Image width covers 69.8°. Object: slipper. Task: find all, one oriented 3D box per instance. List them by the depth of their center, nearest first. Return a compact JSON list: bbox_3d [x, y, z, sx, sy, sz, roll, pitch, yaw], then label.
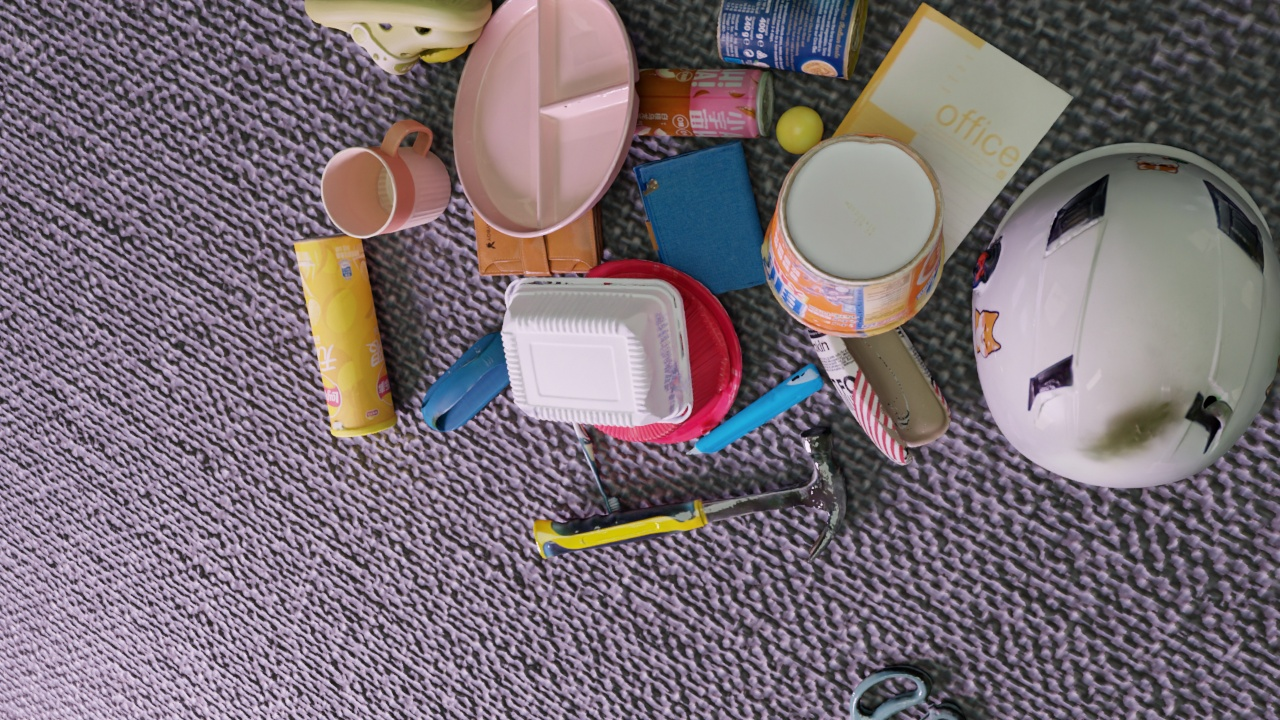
[{"bbox_3d":[-0.226,-0.319,0.873,0.191,0.091,0.082,11,132,18],"label":"slipper"}]

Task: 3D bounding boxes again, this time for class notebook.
[{"bbox_3d":[0.237,-0.172,0.780,0.146,0.010,0.207,37,113,7],"label":"notebook"}]

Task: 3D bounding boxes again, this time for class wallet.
[{"bbox_3d":[0.057,-0.125,0.839,0.106,0.040,0.133,-10,108,21],"label":"wallet"},{"bbox_3d":[-0.102,-0.137,0.899,0.132,0.031,0.108,2,103,20],"label":"wallet"}]

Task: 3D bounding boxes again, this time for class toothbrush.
[{"bbox_3d":[-0.054,0.082,0.948,0.018,0.016,0.191,-19,98,13],"label":"toothbrush"}]

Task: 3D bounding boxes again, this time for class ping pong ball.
[{"bbox_3d":[0.137,-0.198,0.791,0.040,0.040,0.040,5,106,18],"label":"ping pong ball"}]

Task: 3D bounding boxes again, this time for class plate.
[{"bbox_3d":[-0.087,-0.225,0.827,0.230,0.028,0.229,-1,89,39],"label":"plate"}]

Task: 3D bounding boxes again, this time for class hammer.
[{"bbox_3d":[0.045,0.158,0.914,0.324,0.031,0.126,-14,100,18],"label":"hammer"}]

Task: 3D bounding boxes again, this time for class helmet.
[{"bbox_3d":[0.369,-0.023,0.694,0.230,0.156,0.274,9,107,16],"label":"helmet"}]

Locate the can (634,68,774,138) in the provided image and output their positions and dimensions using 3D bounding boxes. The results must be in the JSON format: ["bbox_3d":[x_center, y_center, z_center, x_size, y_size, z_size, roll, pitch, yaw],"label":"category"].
[{"bbox_3d":[0.041,-0.227,0.808,0.147,0.057,0.058,6,106,18],"label":"can"}]

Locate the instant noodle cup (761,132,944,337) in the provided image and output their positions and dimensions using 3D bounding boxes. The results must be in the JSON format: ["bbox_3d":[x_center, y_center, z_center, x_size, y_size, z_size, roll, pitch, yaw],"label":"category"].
[{"bbox_3d":[0.170,-0.102,0.726,0.151,0.111,0.151,-2,79,10],"label":"instant noodle cup"}]

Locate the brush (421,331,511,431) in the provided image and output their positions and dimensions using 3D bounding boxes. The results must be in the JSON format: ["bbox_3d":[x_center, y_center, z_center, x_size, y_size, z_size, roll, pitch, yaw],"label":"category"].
[{"bbox_3d":[-0.176,0.024,0.944,0.144,0.073,0.055,-40,84,24],"label":"brush"}]

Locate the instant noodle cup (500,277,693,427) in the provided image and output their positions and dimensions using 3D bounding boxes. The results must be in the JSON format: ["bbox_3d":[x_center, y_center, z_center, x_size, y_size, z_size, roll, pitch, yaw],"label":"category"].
[{"bbox_3d":[-0.047,-0.001,0.808,0.174,0.060,0.138,2,115,23],"label":"instant noodle cup"}]

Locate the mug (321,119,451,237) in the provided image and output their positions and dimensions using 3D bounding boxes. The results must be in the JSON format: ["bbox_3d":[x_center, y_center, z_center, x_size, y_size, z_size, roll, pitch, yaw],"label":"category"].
[{"bbox_3d":[-0.239,-0.180,0.893,0.081,0.105,0.115,33,112,8],"label":"mug"}]

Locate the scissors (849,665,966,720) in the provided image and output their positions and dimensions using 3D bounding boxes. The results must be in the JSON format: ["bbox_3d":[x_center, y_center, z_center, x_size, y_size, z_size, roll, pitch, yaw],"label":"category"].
[{"bbox_3d":[0.227,0.362,0.922,0.186,0.019,0.130,-25,95,22],"label":"scissors"}]

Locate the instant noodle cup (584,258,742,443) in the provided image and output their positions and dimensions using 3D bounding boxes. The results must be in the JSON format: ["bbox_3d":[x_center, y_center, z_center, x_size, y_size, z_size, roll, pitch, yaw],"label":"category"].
[{"bbox_3d":[-0.005,0.005,0.866,0.194,0.065,0.194,11,118,21],"label":"instant noodle cup"}]

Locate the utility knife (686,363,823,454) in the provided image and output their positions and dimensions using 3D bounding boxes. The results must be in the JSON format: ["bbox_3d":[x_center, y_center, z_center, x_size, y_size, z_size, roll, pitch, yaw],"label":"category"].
[{"bbox_3d":[0.108,0.053,0.876,0.160,0.034,0.018,-36,54,25],"label":"utility knife"}]

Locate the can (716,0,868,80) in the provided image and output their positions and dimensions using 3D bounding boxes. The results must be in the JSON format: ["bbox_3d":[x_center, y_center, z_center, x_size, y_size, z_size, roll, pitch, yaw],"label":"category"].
[{"bbox_3d":[0.124,-0.277,0.756,0.111,0.075,0.075,13,108,16],"label":"can"}]

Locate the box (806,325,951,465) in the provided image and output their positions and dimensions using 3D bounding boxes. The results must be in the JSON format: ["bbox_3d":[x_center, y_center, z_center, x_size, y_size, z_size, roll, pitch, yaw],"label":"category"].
[{"bbox_3d":[0.212,0.007,0.813,0.087,0.076,0.163,-34,88,-5],"label":"box"}]

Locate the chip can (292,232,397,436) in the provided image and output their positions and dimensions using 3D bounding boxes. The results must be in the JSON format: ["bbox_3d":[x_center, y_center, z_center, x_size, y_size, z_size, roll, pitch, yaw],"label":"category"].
[{"bbox_3d":[-0.313,-0.029,0.980,0.072,0.072,0.213,-3,102,20],"label":"chip can"}]
